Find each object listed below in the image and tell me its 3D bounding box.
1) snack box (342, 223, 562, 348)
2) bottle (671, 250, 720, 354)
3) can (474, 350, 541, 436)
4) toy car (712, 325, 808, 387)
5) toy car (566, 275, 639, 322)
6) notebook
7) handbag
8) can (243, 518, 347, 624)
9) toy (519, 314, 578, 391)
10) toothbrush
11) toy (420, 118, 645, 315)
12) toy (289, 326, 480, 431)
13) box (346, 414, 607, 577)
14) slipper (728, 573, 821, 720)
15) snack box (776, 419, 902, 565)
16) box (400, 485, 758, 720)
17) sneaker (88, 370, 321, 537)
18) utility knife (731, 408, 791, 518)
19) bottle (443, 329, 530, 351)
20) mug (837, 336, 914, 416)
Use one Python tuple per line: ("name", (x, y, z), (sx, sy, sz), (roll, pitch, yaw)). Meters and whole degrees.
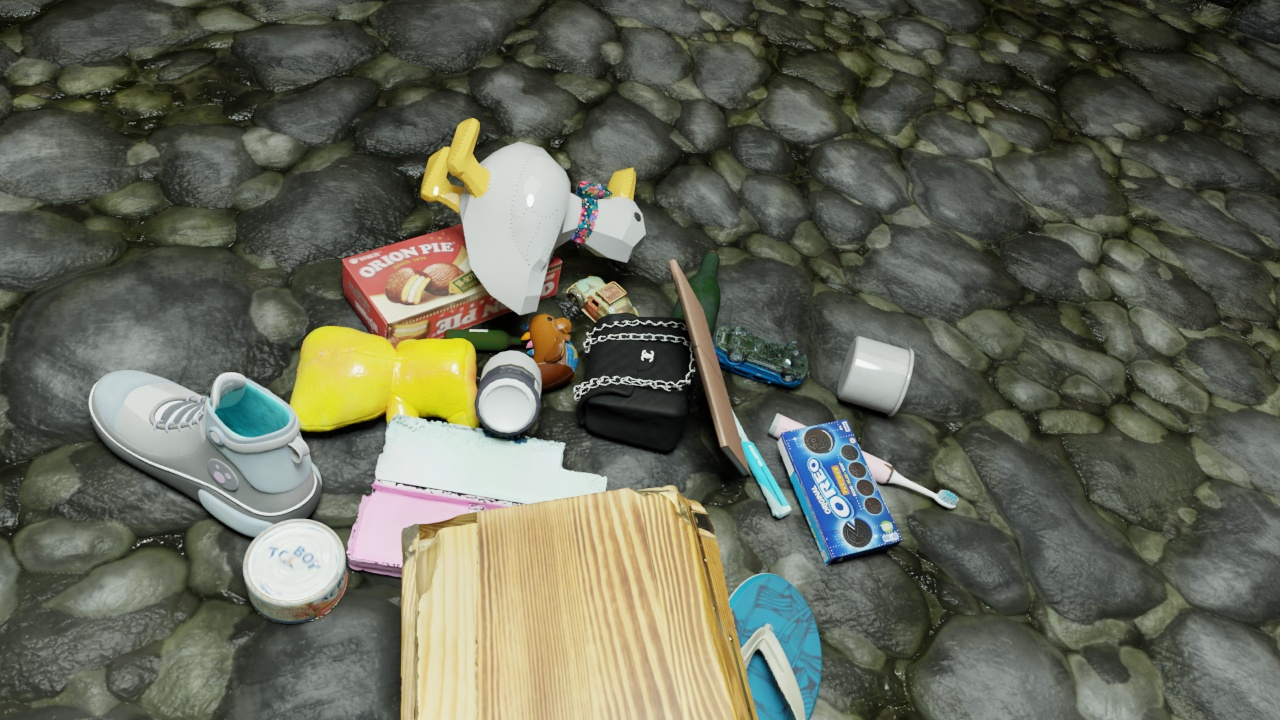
("snack box", (-0.222, -0.098, 1.094), (0.235, 0.060, 0.113), (-24, 59, -32))
("bottle", (0.077, -0.083, 1.162), (0.055, 0.055, 0.173), (17, 44, 2))
("can", (-0.135, 0.030, 0.953), (0.064, 0.064, 0.127), (8, 14, -7))
("toy car", (0.143, -0.003, 1.110), (0.120, 0.044, 0.056), (18, 46, -1))
("toy car", (-0.041, -0.073, 1.126), (0.047, 0.047, 0.112), (-33, 62, -32))
("notebook", (0.075, 0.011, 0.984), (0.008, 0.141, 0.209), (-18, 67, 10))
("handbag", (-0.006, 0.006, 1.016), (0.125, 0.115, 0.153), (8, 49, -1))
("can", (-0.306, 0.187, 0.816), (0.086, 0.043, 0.086), (8, 48, -9))
("toy", (-0.121, -0.006, 1.042), (0.103, 0.071, 0.090), (-20, 60, -1))
("toothbrush", (0.251, 0.116, 1.037), (0.222, 0.027, 0.027), (23, 43, 8))
("toy", (-0.115, -0.163, 1.056), (0.267, 0.141, 0.246), (27, 61, -26))
("toy", (-0.261, 0.022, 0.955), (0.193, 0.088, 0.134), (5, 50, -10))
("box", (-0.150, 0.141, 0.890), (0.230, 0.035, 0.159), (10, 55, -5))
("slipper", (0.093, 0.305, 0.778), (0.118, 0.060, 0.293), (42, 50, -5))
("snack box", (0.210, 0.138, 0.985), (0.082, 0.027, 0.150), (-11, 59, -15))
("box", (-0.038, 0.248, 0.684), (0.247, 0.176, 0.278), (-14, 47, 4))
("sneaker", (-0.408, 0.048, 0.840), (0.257, 0.161, 0.092), (28, 47, 10))
("utility knife", (0.123, 0.107, 1.024), (0.022, 0.015, 0.168), (-3, 45, -26))
("bottle", (-0.173, -0.023, 1.061), (0.106, 0.025, 0.025), (1, 47, -13))
("mug", (0.283, 0.015, 1.113), (0.070, 0.084, 0.113), (17, 12, 4))
